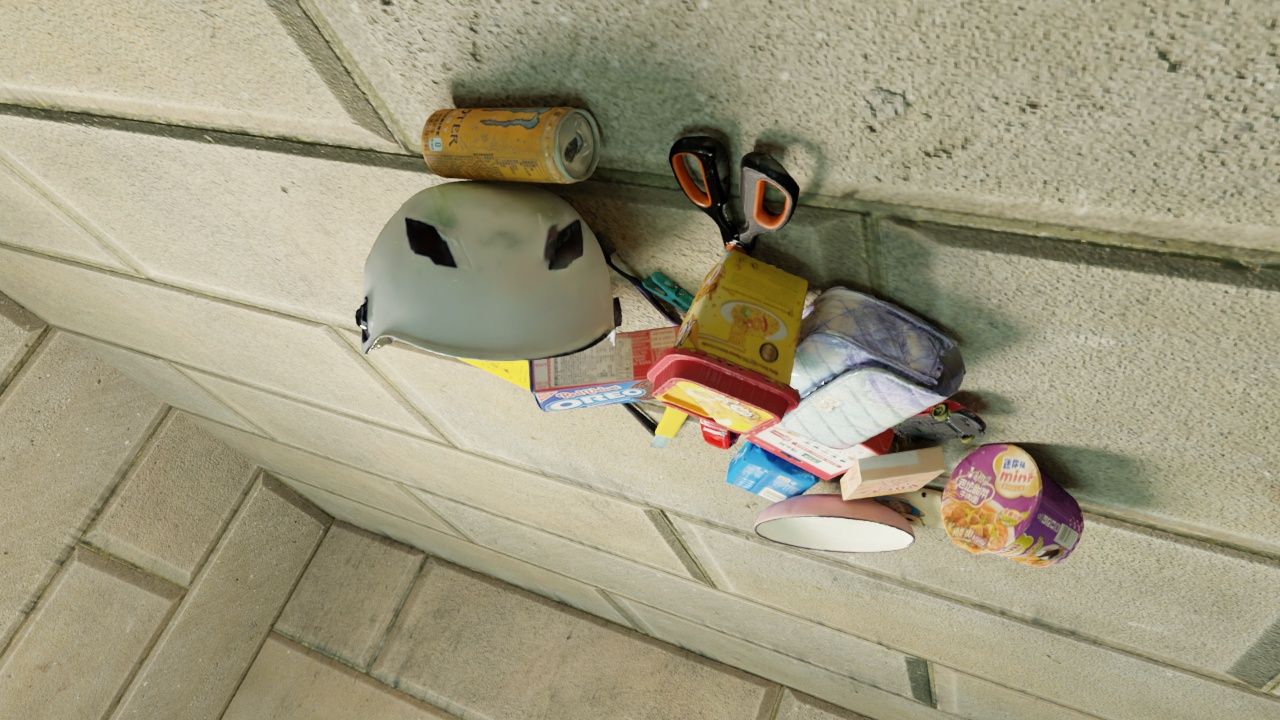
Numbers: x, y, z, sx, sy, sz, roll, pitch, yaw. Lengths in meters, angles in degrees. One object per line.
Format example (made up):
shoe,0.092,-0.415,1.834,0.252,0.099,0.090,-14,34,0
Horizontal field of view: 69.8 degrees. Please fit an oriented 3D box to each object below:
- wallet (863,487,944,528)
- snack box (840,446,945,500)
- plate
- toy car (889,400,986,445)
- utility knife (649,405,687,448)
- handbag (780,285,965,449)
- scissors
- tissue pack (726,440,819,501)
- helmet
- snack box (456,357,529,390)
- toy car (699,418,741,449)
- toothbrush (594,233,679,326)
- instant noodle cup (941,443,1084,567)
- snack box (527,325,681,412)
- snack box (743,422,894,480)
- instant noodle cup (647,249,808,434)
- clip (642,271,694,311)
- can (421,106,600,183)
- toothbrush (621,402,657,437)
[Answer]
wallet,0.321,0.174,1.106,0.115,0.024,0.087,4,144,40
snack box,0.261,0.121,0.964,0.084,0.026,0.157,-9,164,4
plate,0.236,0.197,1.122,0.192,0.039,0.193,6,158,2
toy car,0.282,0.057,0.881,0.049,0.031,0.106,34,159,-23
utility knife,0.038,0.075,1.169,0.033,0.015,0.207,22,152,-1
handbag,0.185,0.016,0.836,0.134,0.075,0.194,26,158,-4
scissors,0.070,-0.111,0.757,0.162,0.021,0.234,30,162,-5
tissue pack,0.165,0.129,1.125,0.095,0.052,0.157,22,157,1
helmet,-0.129,-0.084,0.799,0.229,0.146,0.259,-2,-172,-13
snack box,-0.143,-0.039,1.039,0.157,0.070,0.210,25,160,-1
toy car,0.094,0.065,1.071,0.053,0.045,0.121,16,153,17
toothbrush,0.007,-0.068,0.916,0.014,0.016,0.189,18,162,46
instant noodle cup,0.373,0.150,0.910,0.099,0.111,0.112,27,159,-29
snack box,-0.005,0.005,0.914,0.207,0.058,0.057,-7,156,2
snack box,0.192,0.076,0.994,0.113,0.044,0.127,28,156,-9
instant noodle cup,0.081,-0.016,0.774,0.116,0.123,0.116,22,163,-7
clip,0.029,-0.066,0.891,0.056,0.014,0.040,31,157,-16
can,-0.107,-0.174,0.739,0.146,0.058,0.058,9,152,32
toothbrush,-0.018,0.060,1.203,0.018,0.015,0.181,2,147,47
